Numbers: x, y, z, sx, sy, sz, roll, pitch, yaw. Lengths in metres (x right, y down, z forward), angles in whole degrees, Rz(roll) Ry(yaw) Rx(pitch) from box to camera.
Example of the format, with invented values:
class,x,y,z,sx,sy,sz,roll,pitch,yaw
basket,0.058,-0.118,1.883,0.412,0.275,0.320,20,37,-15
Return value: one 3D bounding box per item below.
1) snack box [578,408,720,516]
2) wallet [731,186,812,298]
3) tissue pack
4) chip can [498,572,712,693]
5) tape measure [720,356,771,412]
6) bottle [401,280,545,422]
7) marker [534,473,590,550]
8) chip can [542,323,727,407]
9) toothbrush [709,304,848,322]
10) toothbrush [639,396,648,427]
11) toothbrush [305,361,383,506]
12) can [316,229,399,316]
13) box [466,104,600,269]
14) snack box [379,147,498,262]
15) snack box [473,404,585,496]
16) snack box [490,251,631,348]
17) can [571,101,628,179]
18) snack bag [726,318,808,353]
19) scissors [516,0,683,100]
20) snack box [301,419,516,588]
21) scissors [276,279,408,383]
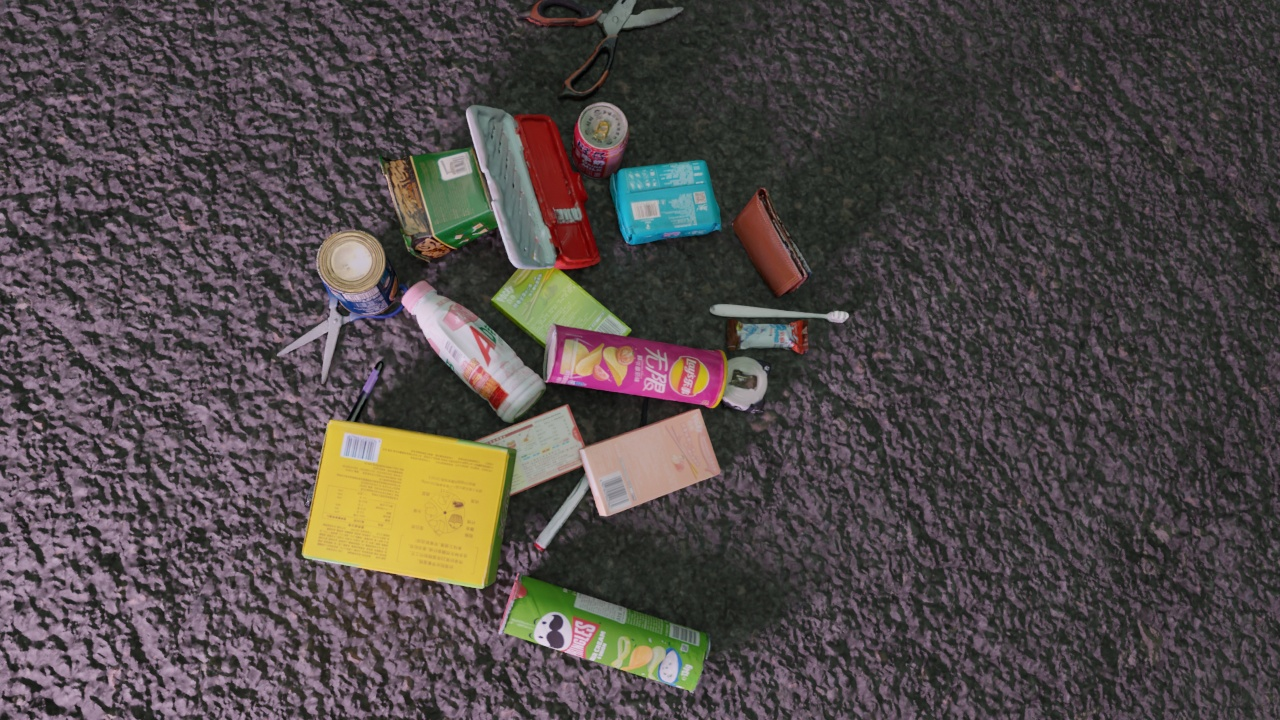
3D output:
class,x,y,z,sx,sy,sz,roll,pitch,yaw
snack box,0.012,0.121,1.097,0.157,0.026,0.084,-17,87,-20
wallet,0.164,-0.143,1.136,0.032,0.101,0.124,-28,85,-13
tissue pack,0.034,-0.199,1.155,0.133,0.050,0.093,-9,80,-9
chip can,-0.040,0.312,1.053,0.236,0.072,0.072,18,79,-4
tape measure,0.125,0.029,1.139,0.066,0.034,0.065,11,78,-6
bottle,-0.202,-0.015,1.091,0.197,0.068,0.068,44,78,5
marker,-0.079,0.165,1.100,0.017,0.017,0.145,37,79,0
chip can,-0.006,0.006,1.085,0.210,0.071,0.071,9,80,-15
toothbrush,0.177,-0.060,1.168,0.180,0.016,0.016,3,78,-6
toothbrush,0.001,0.076,1.124,0.018,0.016,0.181,10,79,-25
toothbrush,-0.348,0.084,1.080,0.014,0.017,0.188,25,77,-3
can,-0.321,-0.099,1.050,0.075,0.111,0.075,1,80,-7
box,-0.130,-0.204,1.100,0.157,0.039,0.201,-11,81,-48
snack box,-0.226,-0.191,1.077,0.105,0.117,0.118,-19,87,4
snack box,-0.145,0.116,1.094,0.155,0.027,0.077,-21,85,-10
snack box,-0.097,-0.054,1.128,0.156,0.026,0.085,39,79,0
can,-0.050,-0.272,1.134,0.066,0.094,0.066,1,80,-8
snack bag,0.160,-0.031,1.157,0.104,0.026,0.048,4,68,-7
scissors,-0.049,-0.432,1.200,0.225,0.015,0.189,-3,81,-7
snack box,-0.255,0.160,1.033,0.210,0.070,0.157,9,84,2
scissors,-0.357,-0.059,1.104,0.174,0.012,0.162,-13,84,-8
